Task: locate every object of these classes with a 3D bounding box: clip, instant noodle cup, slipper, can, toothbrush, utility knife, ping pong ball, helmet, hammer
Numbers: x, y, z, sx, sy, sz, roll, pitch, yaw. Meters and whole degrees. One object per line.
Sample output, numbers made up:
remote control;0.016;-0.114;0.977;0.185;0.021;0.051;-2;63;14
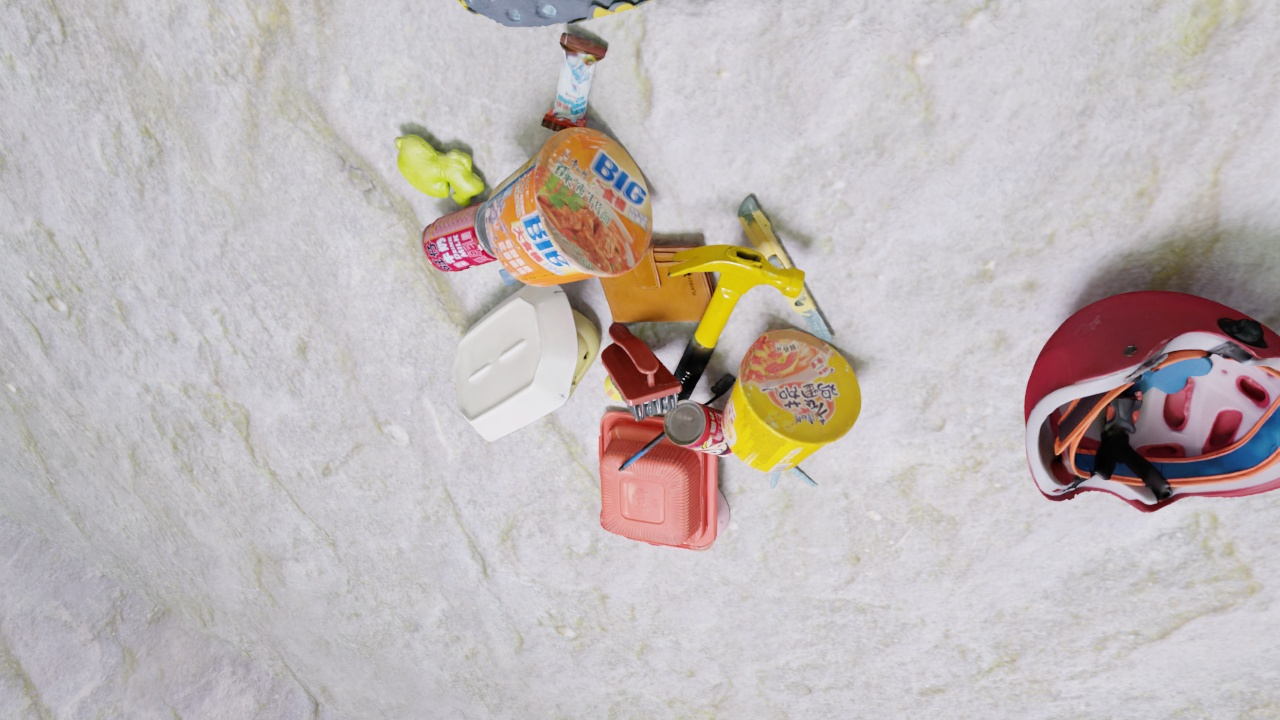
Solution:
clip;-0.137;-0.106;1.083;0.058;0.043;0.027;-6;125;22
instant noodle cup;-0.078;-0.145;0.928;0.112;0.151;0.151;-14;124;47
slipper;-0.112;0.010;1.140;0.091;0.081;0.191;25;141;-1
can;-0.197;-0.139;1.046;0.094;0.066;0.066;-10;126;34
instant noodle cup;0.015;0.168;1.190;0.165;0.078;0.189;5;111;20
toothbrush;0.041;0.077;1.115;0.190;0.014;0.016;-40;107;17
can;0.080;0.082;1.079;0.053;0.053;0.132;-2;168;29
instant noodle cup;0.157;0.053;1.010;0.138;0.137;0.110;27;147;1
utility knife;0.152;-0.091;0.955;0.031;0.020;0.190;-11;130;42
ping pong ball;-0.025;0.031;1.143;0.040;0.040;0.040;15;136;14
helmet;0.462;0.024;0.813;0.240;0.143;0.207;4;135;5
hammer;0.071;-0.025;1.011;0.129;0.032;0.302;19;146;-2

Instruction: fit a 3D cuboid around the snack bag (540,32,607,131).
snack bag;-0.065;-0.264;0.886;0.048;0.026;0.104;17;139;-8

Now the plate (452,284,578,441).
plate;-0.162;0.001;1.101;0.034;0.162;0.267;1;163;-38

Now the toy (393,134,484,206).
toy;-0.227;-0.209;1.019;0.100;0.031;0.097;-1;132;28

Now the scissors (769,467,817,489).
scissors;0.177;0.119;1.145;0.133;0.017;0.131;36;135;-15

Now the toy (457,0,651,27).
toy;-0.117;-0.361;0.773;0.356;0.091;0.138;27;126;-2

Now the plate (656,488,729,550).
plate;0.028;0.208;1.290;0.192;0.038;0.193;15;136;14

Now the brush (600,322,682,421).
brush;-0.006;0.006;1.053;0.063;0.146;0.069;-16;118;-13

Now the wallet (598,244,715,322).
wallet;0.016;-0.091;1.013;0.131;0.035;0.119;1;137;26

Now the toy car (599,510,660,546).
toy car;-0.006;0.231;1.278;0.106;0.031;0.049;16;138;10
